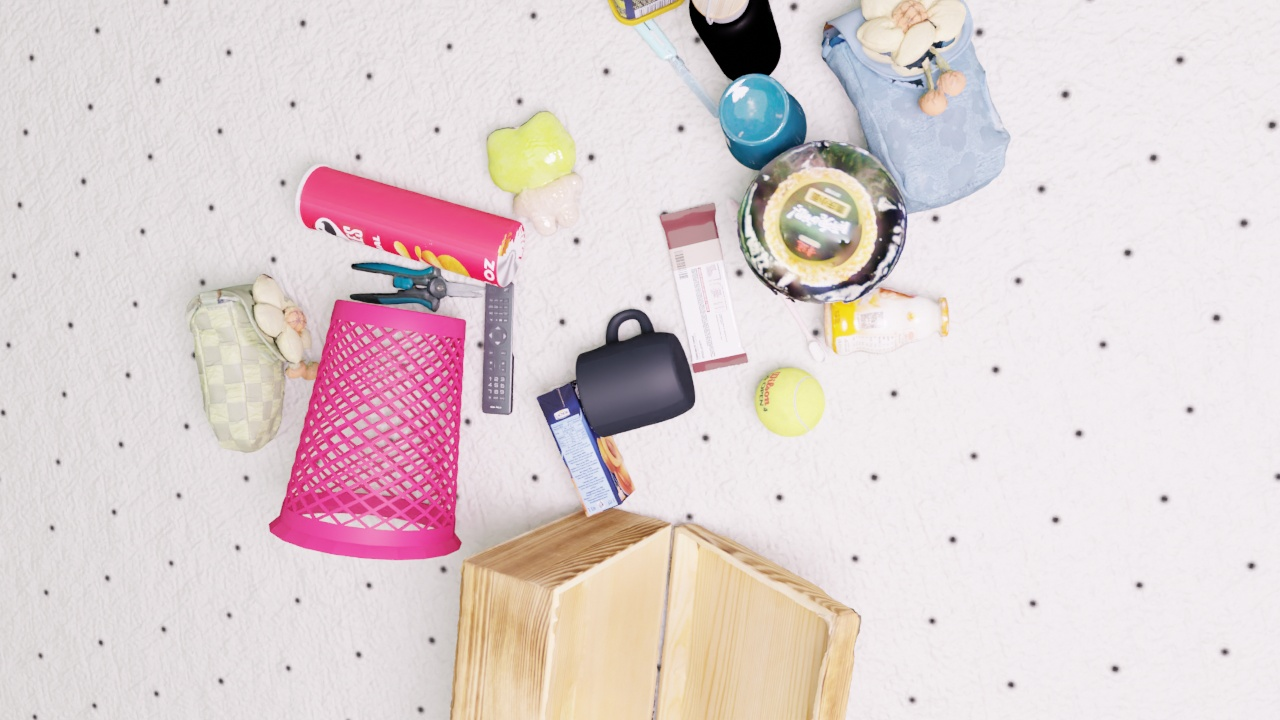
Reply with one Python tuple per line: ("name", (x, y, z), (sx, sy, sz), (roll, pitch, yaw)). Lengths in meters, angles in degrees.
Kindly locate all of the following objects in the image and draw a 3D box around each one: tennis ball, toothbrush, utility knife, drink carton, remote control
("tennis ball", (0.140, 0.039, 0.858), (0.065, 0.065, 0.065), (1, 97, 13))
("toothbrush", (0.128, -0.076, 0.873), (0.016, 0.018, 0.181), (-31, 88, 14))
("utility knife", (0.021, -0.299, 0.875), (0.022, 0.015, 0.179), (-39, 90, 3))
("drink carton", (-0.053, 0.082, 0.908), (0.040, 0.064, 0.130), (-23, 91, 14))
("remote control", (-0.144, -0.013, 0.943), (0.032, 0.015, 0.136), (3, 95, 12))

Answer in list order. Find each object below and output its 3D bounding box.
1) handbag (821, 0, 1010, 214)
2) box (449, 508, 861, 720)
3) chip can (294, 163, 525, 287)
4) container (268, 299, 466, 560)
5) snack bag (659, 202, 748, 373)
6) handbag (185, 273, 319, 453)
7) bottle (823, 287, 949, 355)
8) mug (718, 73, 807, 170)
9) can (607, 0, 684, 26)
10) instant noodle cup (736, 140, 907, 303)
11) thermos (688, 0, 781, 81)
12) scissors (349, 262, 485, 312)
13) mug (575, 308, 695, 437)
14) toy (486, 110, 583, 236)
("handbag", (0.238, -0.227, 0.775), (0.121, 0.118, 0.192), (-20, 88, -4))
("box", (0.034, 0.308, 0.827), (0.316, 0.281, 0.279), (8, 98, 24))
("chip can", (-0.230, -0.135, 0.920), (0.221, 0.069, 0.069), (17, 100, 10))
("container", (-0.252, 0.061, 0.904), (0.183, 0.183, 0.225), (9, 91, 12))
("snack bag", (0.062, -0.069, 0.890), (0.057, 0.013, 0.158), (-12, 93, 16))
("handbag", (-0.397, 0.003, 0.962), (0.117, 0.113, 0.186), (-4, 99, -1))
("bottle", (0.222, -0.037, 0.832), (0.108, 0.063, 0.063), (-2, 96, 13))
("mug", (0.105, -0.212, 0.808), (0.078, 0.121, 0.078), (2, 97, 13))
("can", (-0.012, -0.387, 0.815), (0.075, 0.104, 0.135), (-23, 89, 2))
("instant noodle cup", (0.161, -0.118, 0.812), (0.137, 0.112, 0.137), (2, 97, 12))
("thermos", (0.077, -0.278, 0.750), (0.061, 0.231, 0.061), (1, 96, 12))
("scissors", (-0.238, -0.083, 0.954), (0.128, 0.019, 0.140), (-42, 88, 13))
("mug", (-0.005, 0.005, 0.886), (0.094, 0.085, 0.121), (-16, 64, 13))
("toy", (-0.099, -0.180, 0.899), (0.092, 0.046, 0.115), (-19, 99, 15))
